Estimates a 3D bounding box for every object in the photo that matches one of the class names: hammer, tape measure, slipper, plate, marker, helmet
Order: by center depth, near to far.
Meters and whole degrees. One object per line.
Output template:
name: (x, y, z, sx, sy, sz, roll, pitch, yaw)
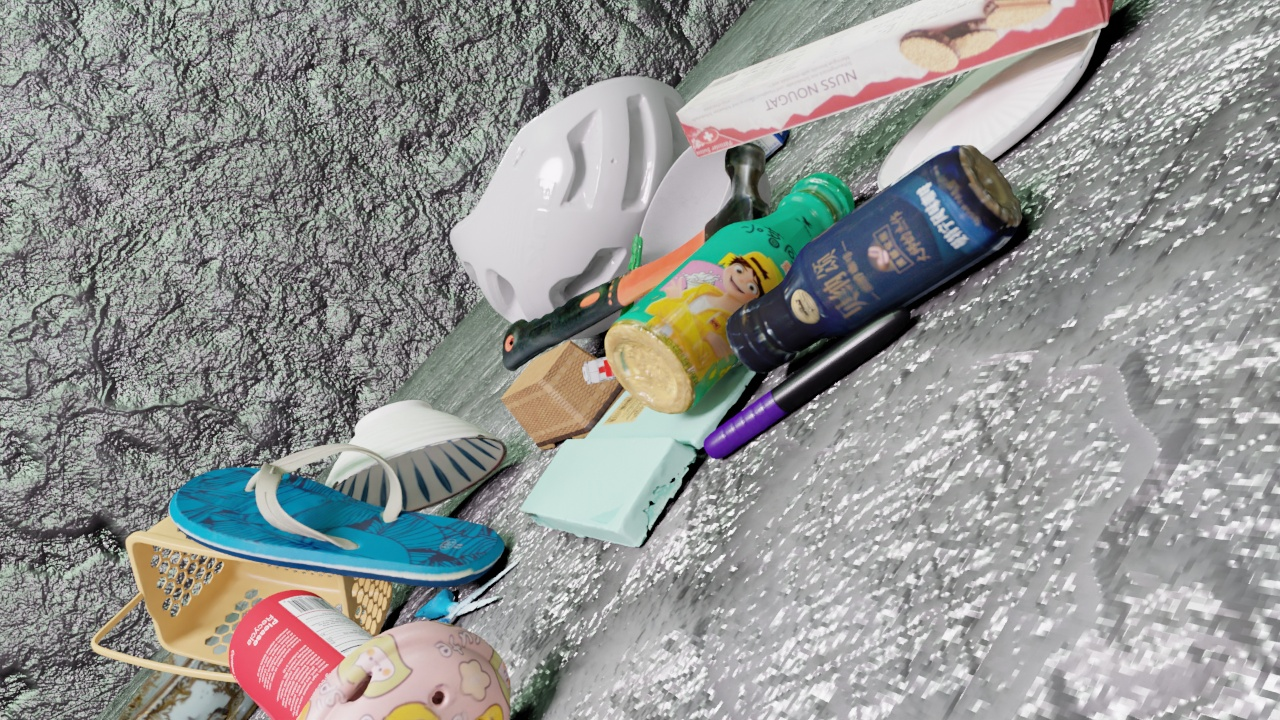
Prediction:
slipper: (-0.124, 0.208, 0.400, 0.082, 0.093, 0.196, -2, 45, 55)
marker: (0.084, 0.013, 0.479, 0.134, 0.015, 0.018, -39, 7, 27)
plate: (0.215, -0.156, 0.572, 0.157, 0.014, 0.156, -42, 15, 13)
tape measure: (-0.004, 0.004, 0.696, 0.060, 0.020, 0.062, -10, -2, -28)
slipper: (-0.242, 0.111, 0.700, 0.295, 0.060, 0.118, 8, 21, 20)
hammer: (-0.021, -0.053, 0.765, 0.334, 0.033, 0.133, -22, 59, 47)
helmet: (-0.047, -0.149, 0.916, 0.283, 0.184, 0.223, -57, -25, 16)

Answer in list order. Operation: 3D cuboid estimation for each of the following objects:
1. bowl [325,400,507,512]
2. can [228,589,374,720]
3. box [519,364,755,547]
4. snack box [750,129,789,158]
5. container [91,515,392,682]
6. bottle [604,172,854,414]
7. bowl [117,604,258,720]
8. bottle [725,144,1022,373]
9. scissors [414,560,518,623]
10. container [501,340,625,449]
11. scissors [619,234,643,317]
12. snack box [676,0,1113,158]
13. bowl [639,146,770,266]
bowl: (-0.219, 0.085, 0.854, 0.177, 0.071, 0.177, -21, -21, -8)
can: (-0.204, 0.201, 0.586, 0.143, 0.074, 0.074, 12, 56, 46)
box: (-0.006, 0.058, 0.605, 0.136, 0.033, 0.187, -57, 17, -19)
snack box: (0.067, -0.205, 1.061, 0.227, 0.059, 0.059, -37, 12, 32)
container: (-0.308, 0.195, 0.733, 0.166, 0.183, 0.129, -66, -21, -63)
bottle: (0.067, -0.053, 0.585, 0.209, 0.068, 0.068, -43, 10, -32)
bowl: (-0.450, 0.340, 0.960, 0.160, 0.094, 0.159, -43, 14, 13)
bottle: (0.113, -0.046, 0.475, 0.161, 0.056, 0.056, -36, 17, 37)
scissors: (-0.137, 0.187, 0.651, 0.134, 0.015, 0.103, -27, 20, 43)
container: (-0.069, 0.029, 0.785, 0.063, 0.061, 0.114, -53, 16, -28)
scissors: (-0.011, -0.049, 0.808, 0.070, 0.014, 0.130, -143, 61, -80)
snack box: (0.155, -0.195, 0.595, 0.274, 0.044, 0.076, -11, 28, 37)
bowl: (0.062, -0.119, 0.784, 0.132, 0.064, 0.131, -42, 35, 39)
